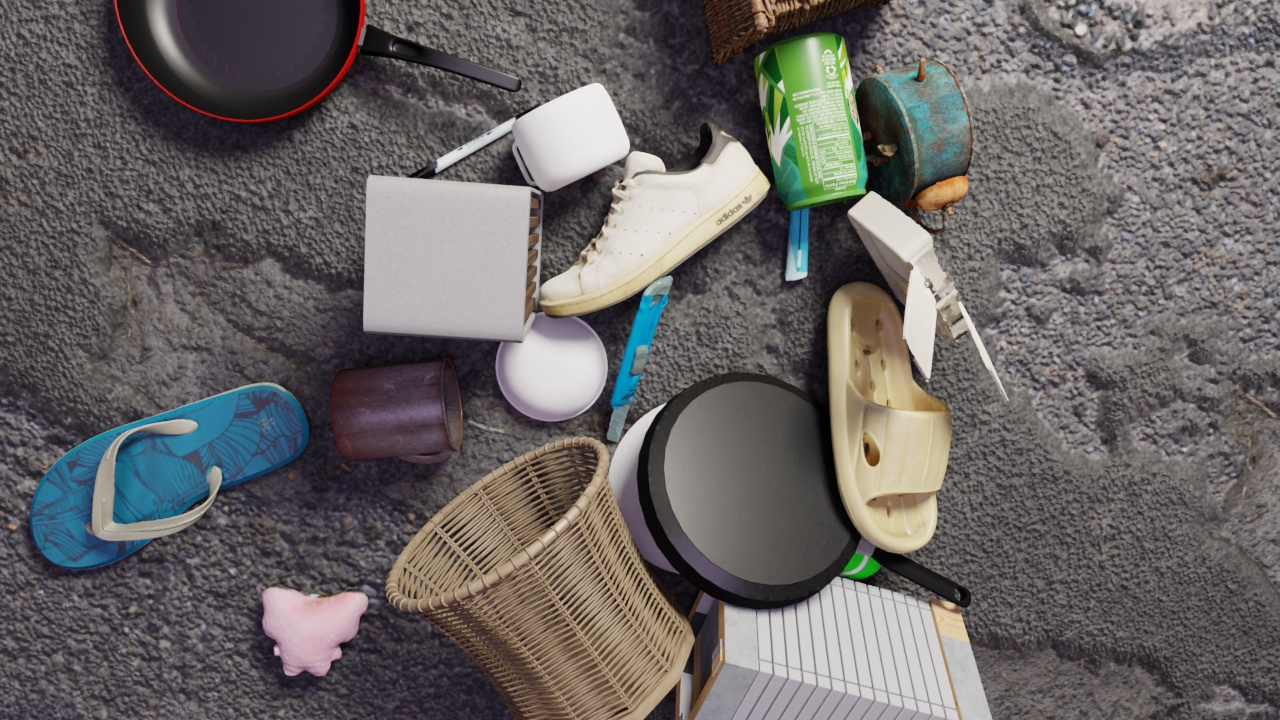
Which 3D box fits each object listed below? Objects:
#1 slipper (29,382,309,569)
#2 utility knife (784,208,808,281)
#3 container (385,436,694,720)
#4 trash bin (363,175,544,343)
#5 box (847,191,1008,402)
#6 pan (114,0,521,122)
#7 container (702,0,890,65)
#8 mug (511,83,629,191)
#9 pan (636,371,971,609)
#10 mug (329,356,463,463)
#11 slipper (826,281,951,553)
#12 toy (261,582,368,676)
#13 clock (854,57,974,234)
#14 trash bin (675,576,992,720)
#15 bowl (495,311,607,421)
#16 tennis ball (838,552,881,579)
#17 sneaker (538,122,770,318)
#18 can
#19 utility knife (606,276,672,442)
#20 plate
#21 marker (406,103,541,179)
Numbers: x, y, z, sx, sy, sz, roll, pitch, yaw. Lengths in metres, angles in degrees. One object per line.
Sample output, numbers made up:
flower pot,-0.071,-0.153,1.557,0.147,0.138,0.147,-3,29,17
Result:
slipper,-0.461,0.109,0.875,0.295,0.060,0.118,-25,97,1
utility knife,0.152,-0.136,0.888,0.022,0.015,0.117,-1,97,-9
container,-0.079,0.214,0.838,0.227,0.226,0.196,-31,106,2
trash bin,-0.146,-0.089,0.771,0.114,0.228,0.114,4,99,-4
box,0.250,-0.055,0.809,0.066,0.185,0.145,-26,133,21
pan,-0.277,-0.295,0.812,0.356,0.067,0.209,16,98,-6
container,0.141,-0.404,0.773,0.183,0.162,0.250,-12,101,-5
mug,-0.070,-0.196,0.832,0.116,0.094,0.068,-17,104,38
pan,0.166,0.145,0.863,0.356,0.034,0.224,28,61,-5
mug,-0.225,0.058,0.871,0.110,0.096,0.123,-3,130,2
slipper,0.234,0.047,0.851,0.111,0.079,0.261,-1,78,-27
toy,-0.325,0.267,0.911,0.102,0.050,0.093,4,96,-7
clock,0.244,-0.188,0.833,0.073,0.121,0.158,-19,106,-5
trash bin,0.172,0.303,0.874,0.247,0.142,0.143,16,123,-6
bowl,-0.086,0.010,0.886,0.110,0.040,0.110,0,99,-3
tennis ball,0.213,0.186,0.919,0.065,0.065,0.065,0,99,-3
sneaker,-0.002,-0.132,0.841,0.241,0.089,0.102,-33,108,-2
can,0.155,-0.214,0.834,0.083,0.083,0.144,-11,94,-1
utility knife,-0.005,0.005,0.863,0.031,0.015,0.196,-7,132,-29
plate,0.061,0.130,0.926,0.188,0.016,0.188,0,99,-3
marker,-0.158,-0.201,0.862,0.152,0.011,0.011,-29,100,2
